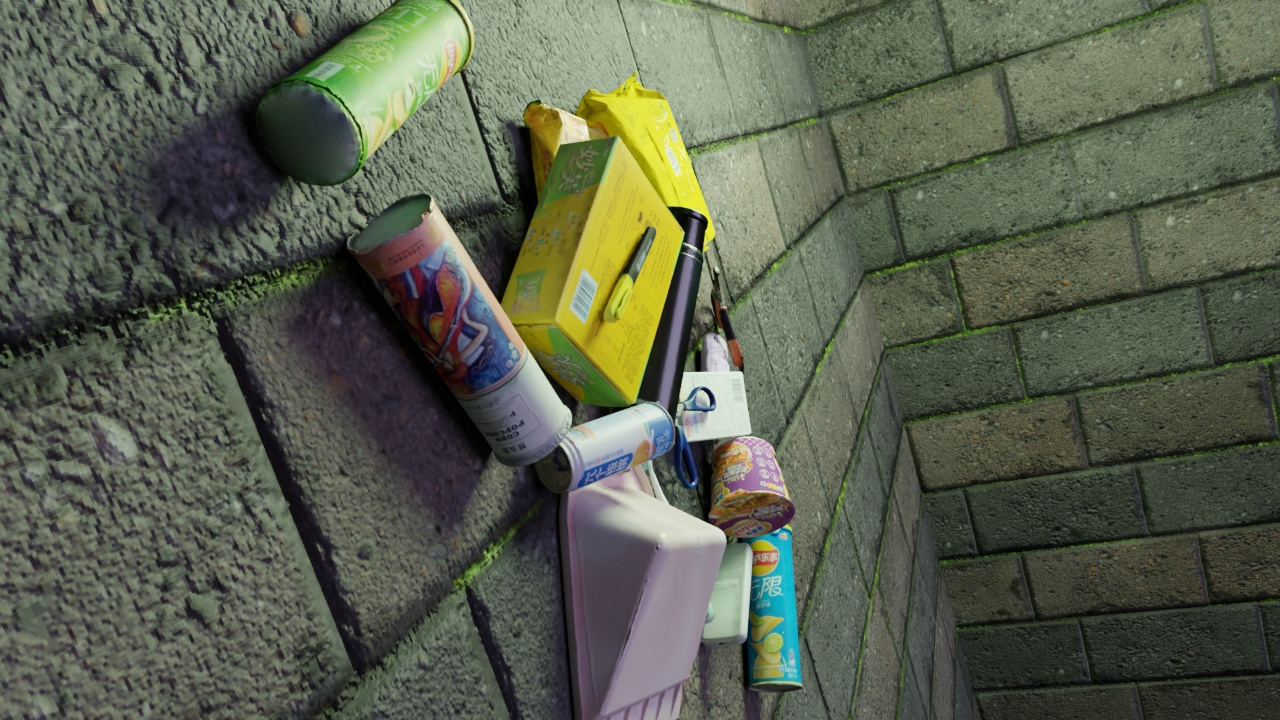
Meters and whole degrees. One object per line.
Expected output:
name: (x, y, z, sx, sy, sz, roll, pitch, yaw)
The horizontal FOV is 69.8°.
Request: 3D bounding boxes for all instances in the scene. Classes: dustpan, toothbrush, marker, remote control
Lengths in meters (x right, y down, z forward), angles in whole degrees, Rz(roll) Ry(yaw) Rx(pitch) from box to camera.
dustpan: (-0.021, 0.224, 0.901, 0.222, 0.139, 0.273, 24, 85, -64)
toothbrush: (0.039, 0.199, 1.027, 0.026, 0.027, 0.224, -147, -144, -70)
marker: (-0.007, -0.081, 0.849, 0.018, 0.015, 0.123, 67, 36, -43)
remote control: (0.104, 0.280, 1.101, 0.020, 0.056, 0.135, 58, 29, -35)

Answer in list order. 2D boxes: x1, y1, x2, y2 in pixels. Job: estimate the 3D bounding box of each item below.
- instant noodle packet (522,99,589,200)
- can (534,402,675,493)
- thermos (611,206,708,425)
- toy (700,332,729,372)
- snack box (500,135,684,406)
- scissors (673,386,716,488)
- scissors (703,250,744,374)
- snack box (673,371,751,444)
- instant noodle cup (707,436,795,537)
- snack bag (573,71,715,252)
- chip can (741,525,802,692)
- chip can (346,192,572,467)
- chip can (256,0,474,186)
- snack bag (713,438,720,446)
instant noodle packet: (-0.076, -0.198, 0.948, 0.110, 0.044, 0.128, -7, 85, -70)
can: (-0.031, 0.078, 0.838, 0.134, 0.053, 0.053, -16, 93, -45)
thermos: (0.012, -0.044, 0.985, 0.068, 0.090, 0.242, 51, 47, -69)
toy: (0.100, 0.008, 1.255, 0.084, 0.039, 0.107, 54, 33, -46)
snack box: (-0.041, -0.083, 0.877, 0.157, 0.070, 0.209, 48, 50, -49)
scissors: (0.048, 0.063, 1.069, 0.162, 0.012, 0.173, -33, 111, -54)
scissors: (0.111, -0.077, 1.271, 0.189, 0.015, 0.226, -100, 172, -74)
snack box: (0.086, 0.058, 1.162, 0.156, 0.027, 0.084, 0, 81, -52)
instant noodle cup: (0.139, 0.160, 1.189, 0.111, 0.112, 0.099, 53, 26, -45)
snack bag: (0.013, -0.214, 1.091, 0.246, 0.068, 0.157, 67, 29, -15)
chip can: (0.173, 0.325, 1.215, 0.071, 0.071, 0.209, 44, 40, -53)
chip can: (-0.130, -0.018, 0.689, 0.215, 0.071, 0.071, 62, 27, -32)
chip can: (-0.187, -0.199, 0.649, 0.072, 0.073, 0.220, 64, 26, -29)
snack bag: (0.090, 0.073, 1.216, 0.104, 0.026, 0.048, 53, 46, -42)
